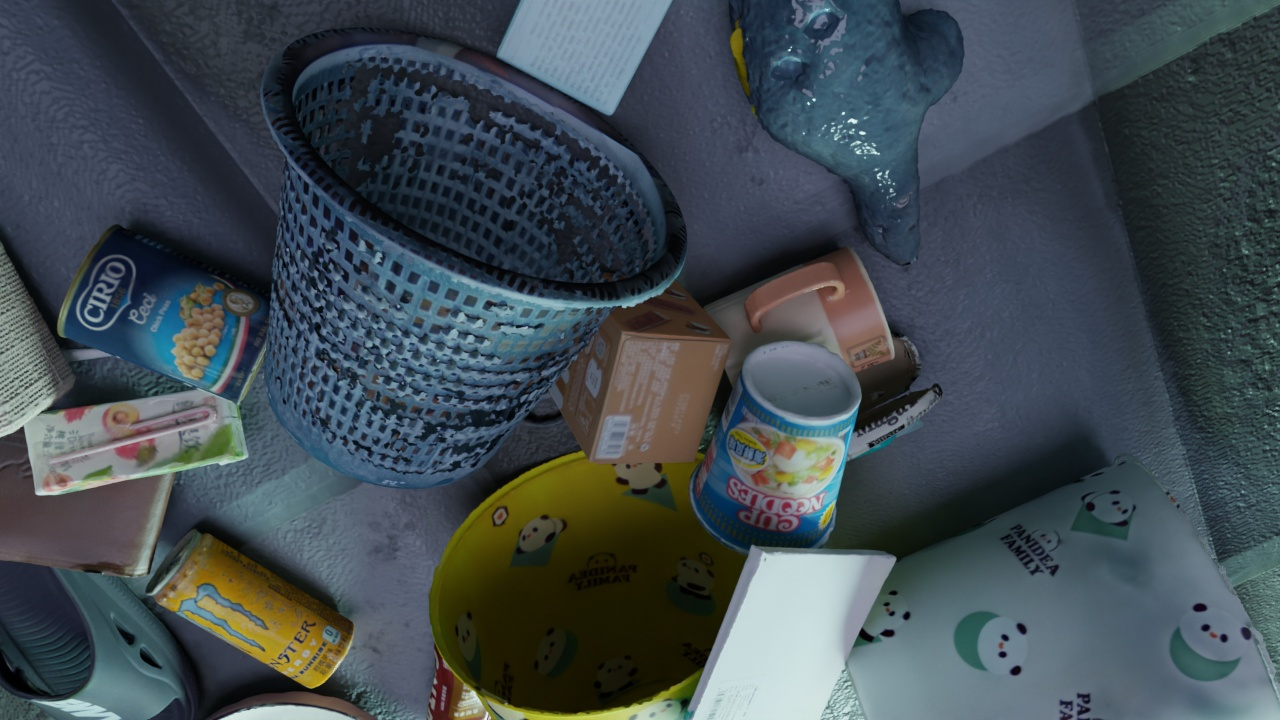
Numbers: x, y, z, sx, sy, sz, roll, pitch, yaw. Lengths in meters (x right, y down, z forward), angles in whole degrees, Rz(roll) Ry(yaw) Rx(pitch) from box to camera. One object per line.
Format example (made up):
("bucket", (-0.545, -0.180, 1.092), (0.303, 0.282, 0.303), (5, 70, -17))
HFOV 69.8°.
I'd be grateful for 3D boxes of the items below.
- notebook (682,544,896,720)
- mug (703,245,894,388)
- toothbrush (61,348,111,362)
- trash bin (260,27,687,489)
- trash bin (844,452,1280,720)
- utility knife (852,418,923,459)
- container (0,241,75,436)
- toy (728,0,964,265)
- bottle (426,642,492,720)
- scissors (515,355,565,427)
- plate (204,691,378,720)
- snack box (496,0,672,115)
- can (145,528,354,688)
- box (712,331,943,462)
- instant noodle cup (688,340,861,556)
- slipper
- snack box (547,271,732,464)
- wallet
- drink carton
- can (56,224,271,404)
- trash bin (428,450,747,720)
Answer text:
("notebook", (0.092, 0.187, 0.574), (0.209, 0.012, 0.150), (19, 95, -55))
("mug", (0.101, -0.025, 0.603), (0.106, 0.081, 0.114), (-22, 157, 7))
("toothbrush", (-0.393, 0.000, 0.606), (0.180, 0.016, 0.016), (-6, 108, -3))
("trash bin", (-0.117, -0.042, 0.523), (0.226, 0.226, 0.196), (21, 126, -17))
("trash bin", (0.296, 0.222, 0.699), (0.252, 0.229, 0.230), (-23, 118, 12))
("utility knife", (0.137, 0.076, 0.711), (0.174, 0.013, 0.029), (-19, 121, 0))
("container", (-0.417, -0.007, 0.551), (0.090, 0.090, 0.111), (-20, 111, 4))
("toy", (0.116, -0.200, 0.528), (0.137, 0.091, 0.357), (-29, 122, -23))
("bottle", (-0.146, 0.276, 0.758), (0.057, 0.057, 0.175), (6, 117, -10))
("scissors", (-0.126, 0.023, 0.654), (0.165, 0.014, 0.163), (21, 115, -15))
("plate", (-0.296, 0.350, 0.790), (0.192, 0.039, 0.193), (-3, 118, -5))
("snack box", (-0.011, -0.232, 0.509), (0.074, 0.051, 0.175), (24, 111, -17))
("can", (-0.291, 0.189, 0.695), (0.058, 0.058, 0.146), (-42, 115, 15))
("box", (0.138, 0.052, 0.658), (0.163, 0.086, 0.076), (-29, 135, 6))
("instant noodle cup", (0.086, 0.050, 0.563), (0.099, 0.099, 0.110), (2, 131, -8))
("slipper", (-0.436, 0.209, 0.676), (0.111, 0.083, 0.268), (-18, 117, 4))
("snack box", (-0.004, 0.004, 0.602), (0.077, 0.094, 0.093), (2, 118, -26))
("wallet", (-0.389, 0.090, 0.628), (0.124, 0.032, 0.101), (13, 86, -15))
("drink carton", (-0.330, 0.051, 0.605), (0.122, 0.045, 0.053), (-10, 87, -13))
("can", (-0.286, -0.026, 0.572), (0.111, 0.075, 0.075), (26, 112, -19))
("trash bin", (-0.003, 0.230, 0.666), (0.229, 0.229, 0.256), (-13, 124, 0))
